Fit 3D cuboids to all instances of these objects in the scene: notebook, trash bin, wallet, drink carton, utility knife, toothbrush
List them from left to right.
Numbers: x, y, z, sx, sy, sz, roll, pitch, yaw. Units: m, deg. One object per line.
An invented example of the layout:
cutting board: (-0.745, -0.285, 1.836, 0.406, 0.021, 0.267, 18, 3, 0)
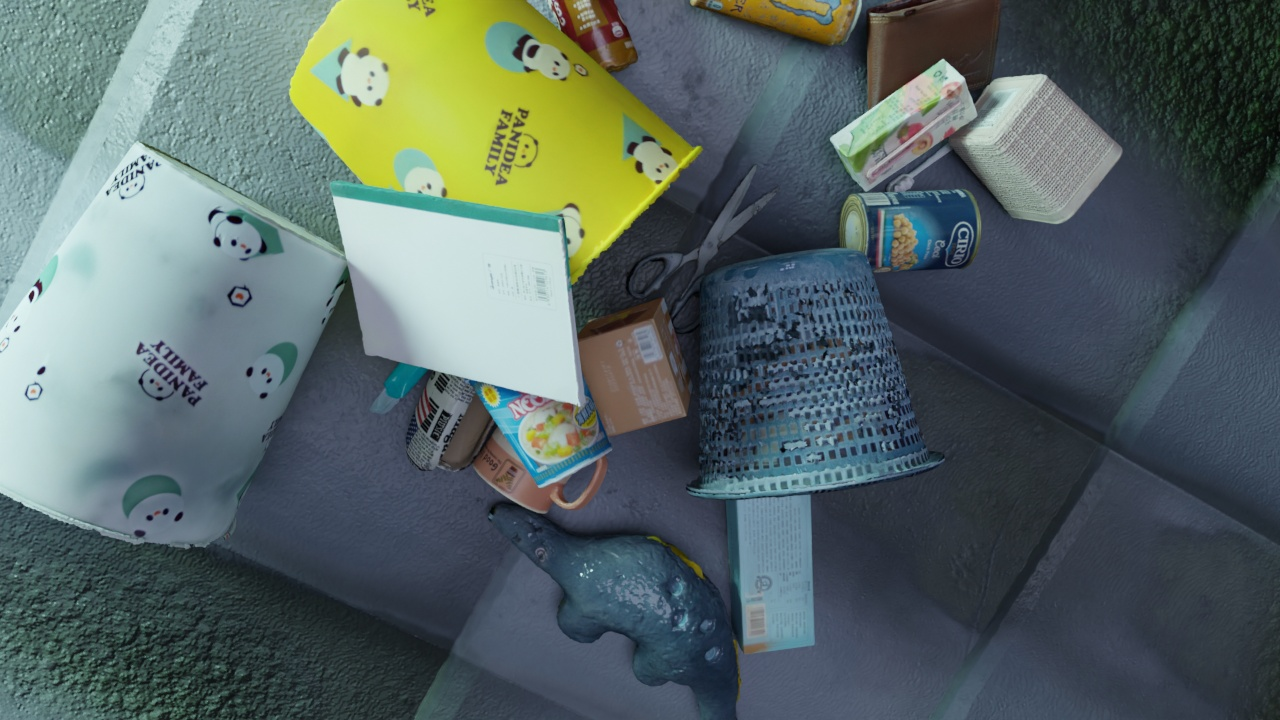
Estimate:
trash bin: (-0.373, -0.018, 0.733, 0.229, 0.229, 0.252, 30, 89, -12)
utility knife: (-0.196, -0.016, 0.855, 0.029, 0.013, 0.174, 40, 96, -10)
notebook: (-0.138, -0.050, 0.684, 0.209, 0.012, 0.150, 13, 124, 26)
trash bin: (-0.118, -0.177, 0.737, 0.255, 0.229, 0.229, 45, 92, -7)
trash bin: (0.140, 0.008, 0.817, 0.226, 0.227, 0.195, -8, 88, -6)
drink carton: (0.242, -0.213, 0.842, 0.122, 0.045, 0.053, -34, 135, 10)
wallet: (0.266, -0.284, 0.841, 0.124, 0.032, 0.101, -16, 131, -3)
toothbrush: (0.312, -0.215, 0.884, 0.180, 0.016, 0.016, -37, 113, 0)

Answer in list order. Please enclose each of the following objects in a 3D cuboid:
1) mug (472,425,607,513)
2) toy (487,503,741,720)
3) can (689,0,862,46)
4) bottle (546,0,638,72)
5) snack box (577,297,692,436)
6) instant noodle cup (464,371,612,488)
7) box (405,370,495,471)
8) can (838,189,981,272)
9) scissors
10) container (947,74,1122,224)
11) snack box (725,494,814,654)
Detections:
mug: (-0.081, 0.082, 0.842, 0.114, 0.081, 0.106, 35, 92, 27)
toy: (0.005, 0.244, 0.897, 0.356, 0.091, 0.138, 43, 120, -11)
can: (0.120, -0.326, 0.817, 0.146, 0.058, 0.058, 12, 98, -9)
bottle: (-0.060, -0.332, 0.792, 0.057, 0.057, 0.175, -24, 102, -3)
snack box: (-0.005, 0.005, 0.834, 0.077, 0.094, 0.093, -17, 103, 11)
instant noodle cup: (-0.078, 0.043, 0.765, 0.099, 0.099, 0.110, -28, 89, -2)
box: (-0.164, 0.026, 0.830, 0.076, 0.086, 0.163, 30, 98, 6)
can: (0.250, -0.121, 0.863, 0.111, 0.075, 0.075, -3, 100, -7)
scissors: (0.064, -0.102, 0.875, 0.165, 0.014, 0.163, -9, 100, -7)
container: (0.359, -0.198, 0.849, 0.111, 0.090, 0.090, 37, 94, -19)
snack box: (0.129, 0.202, 0.917, 0.074, 0.051, 0.175, -5, 102, -8)
